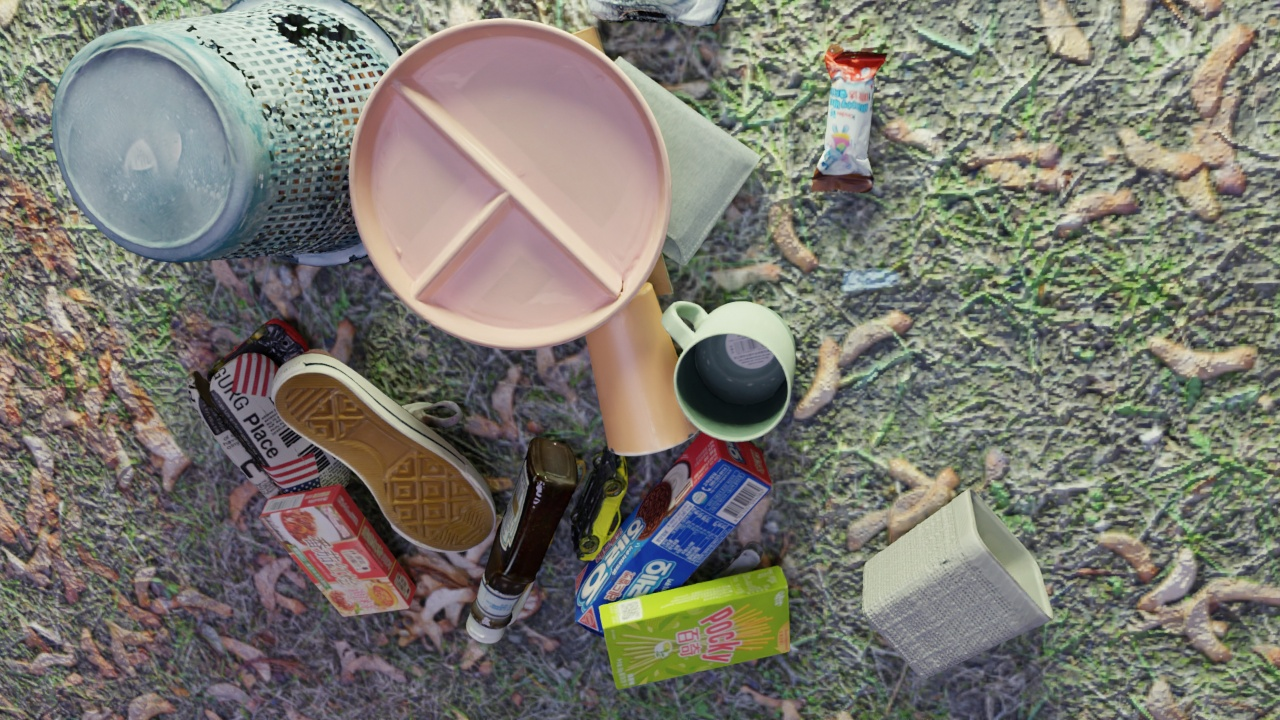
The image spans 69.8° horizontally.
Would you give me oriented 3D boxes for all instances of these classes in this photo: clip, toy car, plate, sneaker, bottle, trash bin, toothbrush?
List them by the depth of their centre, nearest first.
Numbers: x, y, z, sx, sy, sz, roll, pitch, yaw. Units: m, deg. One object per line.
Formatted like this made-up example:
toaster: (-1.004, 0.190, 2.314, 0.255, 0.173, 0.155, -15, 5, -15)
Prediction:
plate: (-0.092, -0.120, 0.652, 0.229, 0.028, 0.230, 2, 107, 5)
toy car: (0.011, -0.268, 0.662, 0.106, 0.031, 0.049, 7, 109, 10)
trash bin: (-0.298, -0.164, 0.678, 0.227, 0.194, 0.227, 4, 107, 11)
toy car: (-0.032, 0.124, 0.789, 0.032, 0.048, 0.105, 12, 112, -21)
sneaker: (-0.213, 0.071, 0.791, 0.118, 0.087, 0.241, -36, 121, 9)
clip: (0.084, 0.180, 0.795, 0.025, 0.035, 0.058, 38, 115, 1)
bottle: (-0.107, 0.164, 0.800, 0.044, 0.079, 0.195, 16, 114, -17)
toy car: (-0.345, 0.003, 0.826, 0.106, 0.031, 0.049, -33, 111, 24)
toothbrush: (-0.089, 0.170, 0.829, 0.016, 0.018, 0.192, 25, 111, -2)

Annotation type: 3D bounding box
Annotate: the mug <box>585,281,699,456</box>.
mug: (-0.004, 0.004, 0.724, 0.078, 0.078, 0.123, -11, 106, 16)

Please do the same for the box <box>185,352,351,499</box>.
box: (-0.329, 0.066, 0.824, 0.087, 0.076, 0.162, -30, 116, -9)

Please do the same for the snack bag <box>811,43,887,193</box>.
snack bag: (0.150, -0.173, 0.662, 0.045, 0.026, 0.105, 4, 110, 8)

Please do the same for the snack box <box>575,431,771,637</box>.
snack box: (0.022, 0.149, 0.770, 0.057, 0.058, 0.208, 30, 113, -20)

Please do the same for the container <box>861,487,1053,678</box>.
container: (0.242, 0.178, 0.721, 0.114, 0.090, 0.090, -40, 95, 24)

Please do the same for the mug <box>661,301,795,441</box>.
mug: (0.064, -0.005, 0.692, 0.112, 0.106, 0.082, 40, 112, -2)

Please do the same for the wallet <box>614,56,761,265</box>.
wallet: (0.007, -0.145, 0.687, 0.129, 0.037, 0.107, 34, 101, -7)

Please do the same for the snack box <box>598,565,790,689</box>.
snack box: (0.048, 0.226, 0.774, 0.156, 0.026, 0.086, -11, 126, -5)

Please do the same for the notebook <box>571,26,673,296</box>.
notebook: (-0.072, -0.137, 0.733, 0.150, 0.012, 0.211, -12, 104, 17)

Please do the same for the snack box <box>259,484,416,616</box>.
snack box: (-0.273, 0.177, 0.839, 0.075, 0.025, 0.153, -10, 128, 14)
